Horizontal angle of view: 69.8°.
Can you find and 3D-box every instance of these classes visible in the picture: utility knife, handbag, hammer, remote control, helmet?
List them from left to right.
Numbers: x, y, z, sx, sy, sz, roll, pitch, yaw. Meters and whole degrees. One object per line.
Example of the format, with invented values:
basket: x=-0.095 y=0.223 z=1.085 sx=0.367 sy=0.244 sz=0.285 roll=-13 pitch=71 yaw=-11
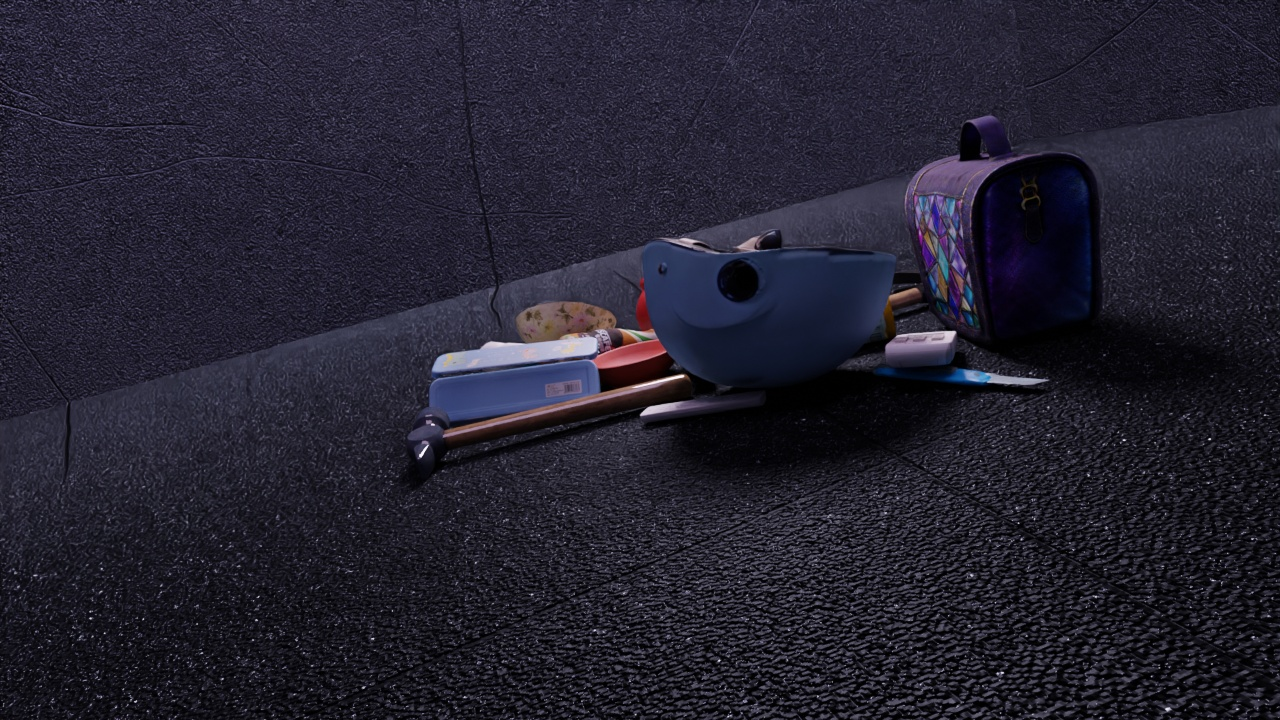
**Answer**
hammer: x=-0.100 y=0.062 z=1.021 sx=0.322 sy=0.040 sz=0.129 roll=-13 pitch=20 yaw=-2
remote control: x=0.065 y=0.048 z=0.949 sx=0.131 sy=0.012 sz=0.033 roll=-10 pitch=10 yaw=21
helmet: x=0.134 y=-0.055 z=0.959 sx=0.266 sy=0.167 sz=0.225 roll=-2 pitch=3 yaw=32
hammer: x=0.264 y=-0.058 z=1.163 sx=0.305 sy=0.040 sz=0.132 roll=-17 pitch=15 yaw=-9
remote control: x=0.276 y=-0.012 z=0.895 sx=0.060 sy=0.025 sz=0.138 roll=-4 pitch=5 yaw=21
utility knife: x=0.286 y=0.013 z=0.847 sx=0.031 sy=0.015 sz=0.198 roll=-21 pitch=15 yaw=-28
handbag: x=0.372 y=-0.142 z=0.958 sx=0.125 sy=0.222 sz=0.204 roll=-13 pitch=13 yaw=2

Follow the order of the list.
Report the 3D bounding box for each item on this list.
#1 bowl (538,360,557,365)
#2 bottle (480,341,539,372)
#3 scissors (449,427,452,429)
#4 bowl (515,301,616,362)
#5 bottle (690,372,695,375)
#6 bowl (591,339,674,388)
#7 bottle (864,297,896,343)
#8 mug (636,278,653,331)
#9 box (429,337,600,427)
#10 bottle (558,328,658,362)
bowl: x=-0.168 y=0.033 z=1.252 sx=0.119 sy=0.032 sz=0.119 roll=-14 pitch=12 yaw=3
bottle: x=-0.173 y=-0.001 z=1.223 sx=0.044 sy=0.044 sz=0.136 roll=-21 pitch=13 yaw=-30
scissors: x=-0.234 y=0.073 z=1.152 sx=0.065 sy=0.033 sz=0.174 roll=-51 pitch=10 yaw=12
bowl: x=-0.107 y=-0.028 z=1.317 sx=0.145 sy=0.063 sz=0.145 roll=-1 pitch=-19 yaw=-1
bottle: x=0.077 y=-0.021 z=1.129 sx=0.072 sy=0.046 sz=0.161 roll=25 pitch=18 yaw=-1
bowl: x=-0.007 y=0.007 z=1.174 sx=0.122 sy=0.035 sz=0.122 roll=-14 pitch=12 yaw=3
bottle: x=0.201 y=-0.034 z=1.076 sx=0.186 sy=0.053 sz=0.053 roll=-12 pitch=12 yaw=14
mug: x=0.050 y=-0.080 z=1.316 sx=0.097 sy=0.116 sz=0.080 roll=-6 pitch=50 yaw=36
box: x=-0.153 y=0.017 z=1.116 sx=0.209 sy=0.039 sz=0.126 roll=-7 pitch=47 yaw=2
bottle: x=-0.029 y=-0.017 z=1.263 sx=0.167 sy=0.059 sz=0.059 roll=-10 pitch=9 yaw=-22
